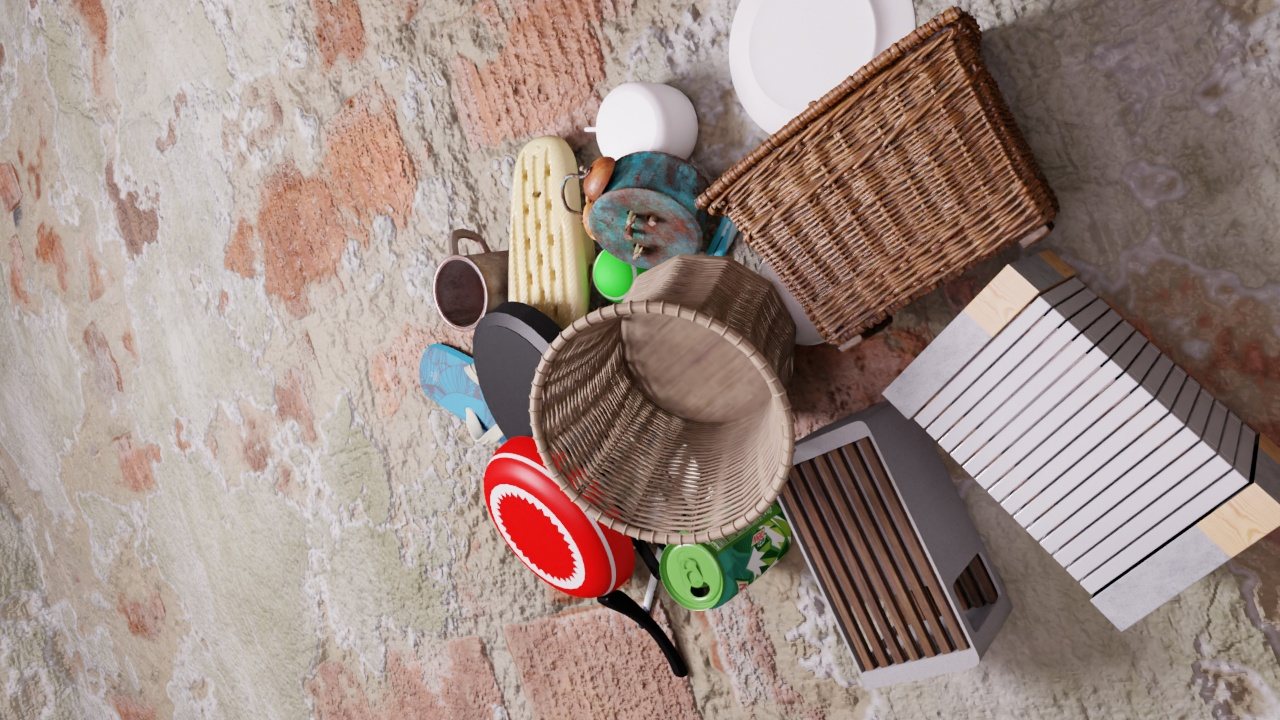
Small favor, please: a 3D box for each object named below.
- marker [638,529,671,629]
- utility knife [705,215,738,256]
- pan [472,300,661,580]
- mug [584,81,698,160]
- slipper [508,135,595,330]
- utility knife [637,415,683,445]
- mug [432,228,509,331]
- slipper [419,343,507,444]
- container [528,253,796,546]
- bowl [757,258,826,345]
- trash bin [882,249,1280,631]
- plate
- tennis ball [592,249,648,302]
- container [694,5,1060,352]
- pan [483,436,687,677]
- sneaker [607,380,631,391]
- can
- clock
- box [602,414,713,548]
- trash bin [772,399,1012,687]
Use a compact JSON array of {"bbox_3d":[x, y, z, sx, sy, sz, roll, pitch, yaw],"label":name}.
[{"bbox_3d":[0.017,0.259,1.099,0.011,0.011,0.152,25,114,29],"label":"marker"},{"bbox_3d":[0.079,-0.108,0.970,0.022,0.015,0.118,38,122,22],"label":"utility knife"},{"bbox_3d":[-0.078,0.098,1.021,0.356,0.034,0.226,58,147,2],"label":"pan"},{"bbox_3d":[-0.003,-0.243,0.964,0.116,0.067,0.094,9,105,34],"label":"mug"},{"bbox_3d":[-0.091,-0.124,1.049,0.112,0.079,0.261,-4,87,40],"label":"slipper"},{"bbox_3d":[0.003,0.086,1.067,0.197,0.015,0.031,-29,80,39],"label":"utility knife"},{"bbox_3d":[-0.187,-0.102,1.105,0.096,0.110,0.123,-18,89,32],"label":"mug"},{"bbox_3d":[-0.192,0.058,1.174,0.295,0.060,0.118,20,115,30],"label":"slipper"},{"bbox_3d":[0.038,0.020,0.843,0.227,0.195,0.227,7,116,14],"label":"container"},{"bbox_3d":[0.154,-0.066,0.909,0.110,0.040,0.110,9,105,34],"label":"bowl"},{"bbox_3d":[0.353,0.052,0.730,0.247,0.142,0.143,48,123,17],"label":"trash bin"},{"bbox_3d":[0.163,-0.299,0.865,0.189,0.016,0.189,9,105,34],"label":"plate"},{"bbox_3d":[-0.021,-0.096,1.011,0.065,0.065,0.065,9,105,34],"label":"tennis ball"},{"bbox_3d":[0.213,-0.136,0.769,0.251,0.161,0.183,-34,85,28],"label":"container"},{"bbox_3d":[-0.058,0.243,1.056,0.209,0.067,0.356,-19,106,53],"label":"pan"},{"bbox_3d":[-0.006,0.006,1.021,0.242,0.088,0.102,-31,94,35],"label":"sneaker"},{"bbox_3d":[0.089,0.197,0.950,0.083,0.143,0.083,9,105,34],"label":"can"},{"bbox_3d":[-0.007,-0.151,0.937,0.157,0.073,0.121,12,149,3],"label":"clock"},{"bbox_3d":[-0.003,0.126,1.031,0.145,0.065,0.186,58,153,12],"label":"box"},{"bbox_3d":[0.232,0.165,0.859,0.115,0.114,0.229,-29,83,36],"label":"trash bin"}]
